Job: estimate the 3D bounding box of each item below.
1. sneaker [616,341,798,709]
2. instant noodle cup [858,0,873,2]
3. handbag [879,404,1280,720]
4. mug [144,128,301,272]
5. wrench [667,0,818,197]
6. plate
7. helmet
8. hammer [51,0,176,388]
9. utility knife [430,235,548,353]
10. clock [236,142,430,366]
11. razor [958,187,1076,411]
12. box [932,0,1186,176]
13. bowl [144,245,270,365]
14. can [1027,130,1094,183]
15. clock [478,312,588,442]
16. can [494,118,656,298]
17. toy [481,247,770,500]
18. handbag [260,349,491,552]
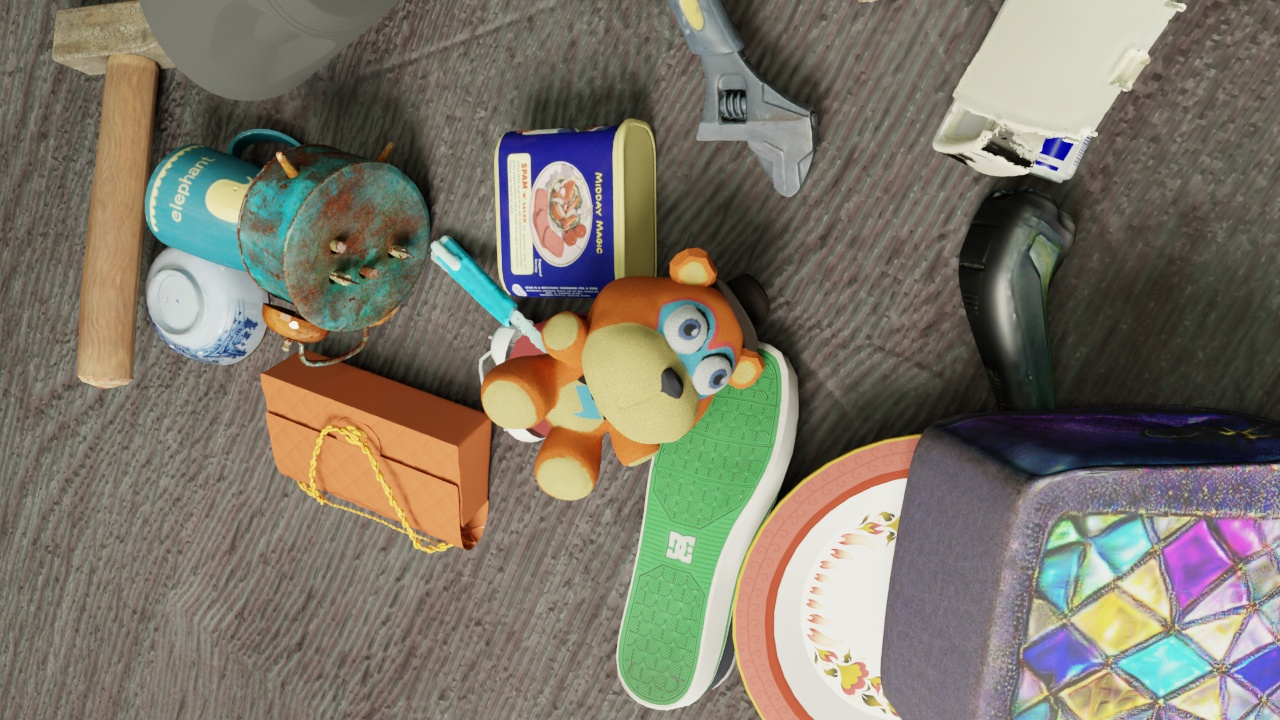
[{"bbox_3d":[0.053,0.105,0.599,0.084,0.079,0.235,15,86,33],"label":"sneaker"},{"bbox_3d":[0.145,-0.256,0.489,0.098,0.097,0.109,-6,104,22],"label":"instant noodle cup"},{"bbox_3d":[0.254,0.128,0.471,0.222,0.125,0.205,4,99,-8],"label":"handbag"},{"bbox_3d":[-0.291,-0.121,0.691,0.104,0.084,0.112,21,77,11],"label":"mug"},{"bbox_3d":[0.029,-0.216,0.532,0.074,0.022,0.273,-15,112,37],"label":"wrench"},{"bbox_3d":[0.170,0.154,0.555,0.230,0.021,0.230,0,99,1],"label":"plate"},{"bbox_3d":[-0.230,-0.297,0.586,0.170,0.164,0.265,25,98,33],"label":"helmet"},{"bbox_3d":[-0.398,-0.128,0.713,0.158,0.037,0.300,3,87,21],"label":"hammer"},{"bbox_3d":[-0.104,-0.043,0.629,0.151,0.015,0.022,43,109,35],"label":"utility knife"},{"bbox_3d":[-0.208,-0.067,0.639,0.073,0.121,0.158,23,117,29],"label":"clock"},{"bbox_3d":[0.221,-0.023,0.522,0.067,0.054,0.151,-14,101,-3],"label":"razor"},{"bbox_3d":[0.170,-0.172,0.421,0.106,0.192,0.143,24,101,-3],"label":"box"},{"bbox_3d":[-0.361,-0.048,0.742,0.114,0.045,0.114,4,100,21],"label":"bowl"},{"bbox_3d":[0.238,-0.146,0.498,0.032,0.032,0.095,24,107,16],"label":"can"},{"bbox_3d":[-0.055,0.011,0.633,0.125,0.044,0.087,-6,97,22],"label":"clock"},{"bbox_3d":[-0.042,-0.096,0.604,0.092,0.056,0.116,3,100,22],"label":"can"},{"bbox_3d":[-0.003,0.003,0.551,0.176,0.096,0.112,-38,116,-9],"label":"toy"},{"bbox_3d":[-0.201,0.074,0.687,0.172,0.060,0.109,18,123,18],"label":"handbag"}]
